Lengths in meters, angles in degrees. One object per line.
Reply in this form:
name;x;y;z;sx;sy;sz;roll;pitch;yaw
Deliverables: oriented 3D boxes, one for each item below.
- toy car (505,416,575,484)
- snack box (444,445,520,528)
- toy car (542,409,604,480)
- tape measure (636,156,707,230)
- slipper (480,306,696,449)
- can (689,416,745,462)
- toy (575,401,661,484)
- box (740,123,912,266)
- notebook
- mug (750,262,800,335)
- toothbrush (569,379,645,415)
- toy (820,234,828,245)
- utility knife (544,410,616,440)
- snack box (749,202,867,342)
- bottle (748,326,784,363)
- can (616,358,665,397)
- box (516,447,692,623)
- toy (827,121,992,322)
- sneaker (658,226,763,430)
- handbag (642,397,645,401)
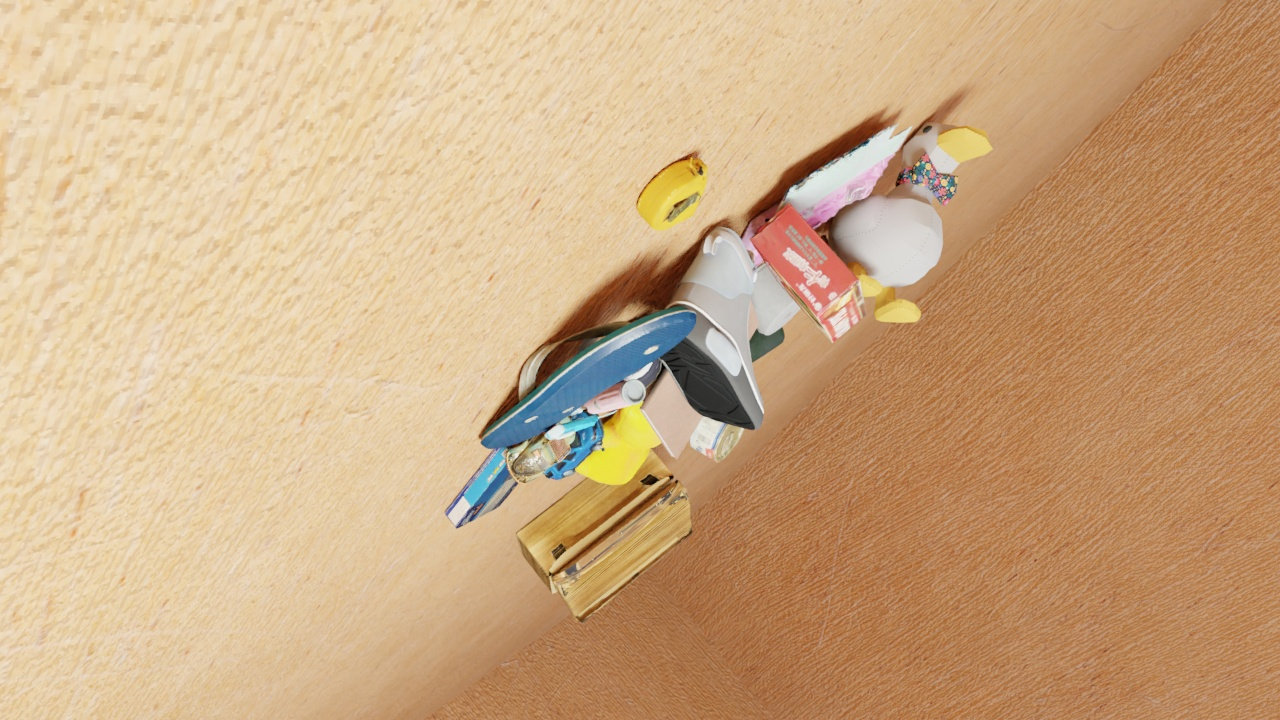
toy car;-0.103;0.095;1.039;0.047;0.047;0.111;-5;-151;38
snack box;-0.169;0.139;1.101;0.151;0.027;0.082;-50;162;30
toy car;-0.090;0.109;1.161;0.043;0.056;0.120;6;141;-41
tape measure;0.027;-0.136;0.767;0.058;0.030;0.068;-36;165;-29
slipper;-0.070;0.010;0.911;0.296;0.060;0.118;-35;167;39
can;0.103;0.084;1.178;0.086;0.043;0.086;-48;156;-30
toy;-0.010;0.099;1.283;0.134;0.087;0.194;-15;152;-53
box;0.215;-0.202;1.056;0.229;0.035;0.160;-34;165;-26
notebook;0.075;0.002;1.093;0.208;0.008;0.141;-57;150;-16
mug;0.165;-0.075;1.246;0.113;0.070;0.084;-47;165;15
toothbrush;-0.045;0.047;1.032;0.026;0.027;0.223;-24;-179;-22
toy;0.235;-0.116;1.233;0.070;0.103;0.090;-23;141;-3
utility knife;-0.063;0.073;1.059;0.022;0.015;0.168;-36;171;20
snack box;0.197;-0.092;1.048;0.060;0.113;0.236;-41;166;8
bottle;0.148;-0.010;1.437;0.173;0.055;0.055;-32;164;-27
can;-0.006;0.006;1.046;0.064;0.064;0.127;-40;166;-2
box;-0.057;0.302;1.623;0.278;0.176;0.248;-35;164;-15
toy;0.337;-0.187;1.215;0.247;0.141;0.267;-11;-124;60
sneaker;0.099;-0.032;1.020;0.160;0.093;0.257;-67;152;-16
handbag;0.078;0.009;1.179;0.153;0.114;0.125;-18;153;-50
